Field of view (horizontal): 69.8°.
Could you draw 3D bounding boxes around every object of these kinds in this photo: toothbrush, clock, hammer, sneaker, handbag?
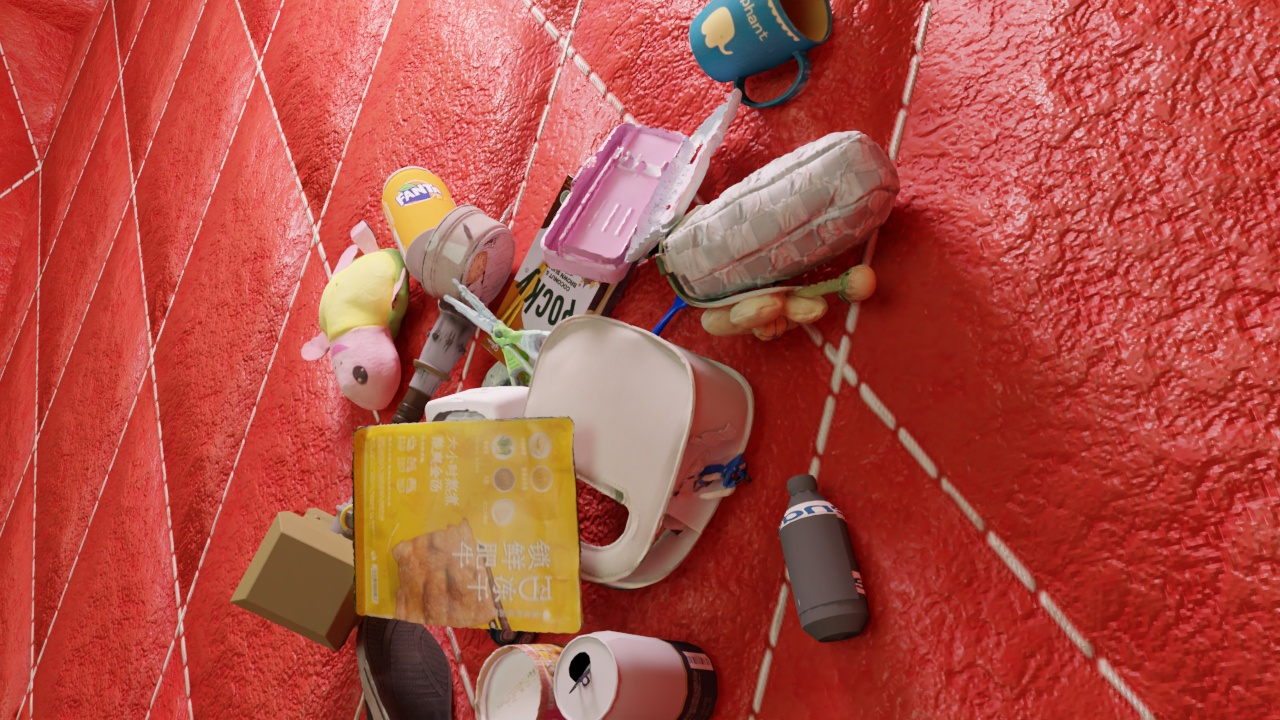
[{"bbox_3d":[-0.005,0.005,0.808,0.183,0.018,0.016,-52,51,17],"label":"toothbrush"},{"bbox_3d":[-0.175,-0.084,0.953,0.061,0.103,0.157,27,123,17],"label":"clock"},{"bbox_3d":[-0.247,0.095,0.890,0.324,0.100,0.190,-64,4,-10],"label":"hammer"},{"bbox_3d":[-0.226,0.340,0.817,0.120,0.095,0.234,-42,56,22],"label":"sneaker"},{"bbox_3d":[-0.012,0.076,0.729,0.201,0.093,0.199,23,93,43],"label":"handbag"},{"bbox_3d":[0.113,-0.085,0.671,0.172,0.112,0.123,-29,81,21],"label":"handbag"}]

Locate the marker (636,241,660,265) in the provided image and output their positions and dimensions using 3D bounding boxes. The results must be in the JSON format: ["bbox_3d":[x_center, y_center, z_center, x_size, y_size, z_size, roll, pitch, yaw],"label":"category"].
[{"bbox_3d":[-0.025,-0.085,0.860,0.147,0.017,0.017,-28,55,32],"label":"marker"}]

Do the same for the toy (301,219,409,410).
[{"bbox_3d":[-0.321,-0.056,1.068,0.190,0.087,0.238,-30,57,23],"label":"toy"}]

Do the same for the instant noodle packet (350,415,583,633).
[{"bbox_3d":[-0.132,0.130,0.744,0.222,0.084,0.163,-5,83,37],"label":"instant noodle packet"}]

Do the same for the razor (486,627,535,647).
[{"bbox_3d":[-0.120,0.184,0.817,0.052,0.047,0.142,-34,49,21],"label":"razor"}]

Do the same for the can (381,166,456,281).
[{"bbox_3d":[-0.244,-0.156,1.045,0.079,0.079,0.142,-47,48,17],"label":"can"}]

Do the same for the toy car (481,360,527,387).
[{"bbox_3d":[-0.130,0.042,0.892,0.048,0.033,0.105,-45,47,21],"label":"toy car"}]

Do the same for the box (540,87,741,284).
[{"bbox_3d":[0.010,-0.145,0.774,0.150,0.073,0.201,-5,41,30],"label":"box"}]

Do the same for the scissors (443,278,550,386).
[{"bbox_3d":[-0.135,-0.019,0.861,0.175,0.032,0.078,36,108,33],"label":"scissors"}]

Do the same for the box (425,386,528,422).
[{"bbox_3d":[-0.146,0.079,0.828,0.107,0.076,0.102,-3,97,43],"label":"box"}]

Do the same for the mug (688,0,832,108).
[{"bbox_3d":[0.102,-0.274,0.788,0.104,0.084,0.112,-15,91,44],"label":"mug"}]

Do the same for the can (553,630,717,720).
[{"bbox_3d":[-0.005,0.223,0.633,0.064,0.127,0.064,-18,61,36],"label":"can"}]

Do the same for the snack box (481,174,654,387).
[{"bbox_3d":[-0.071,-0.068,0.860,0.101,0.031,0.186,39,106,36],"label":"snack box"}]

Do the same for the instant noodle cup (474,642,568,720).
[{"bbox_3d":[-0.061,0.253,0.685,0.098,0.108,0.097,-18,61,37],"label":"instant noodle cup"}]

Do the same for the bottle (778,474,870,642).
[{"bbox_3d":[0.120,0.131,0.616,0.047,0.047,0.112,-30,54,30],"label":"bottle"}]
